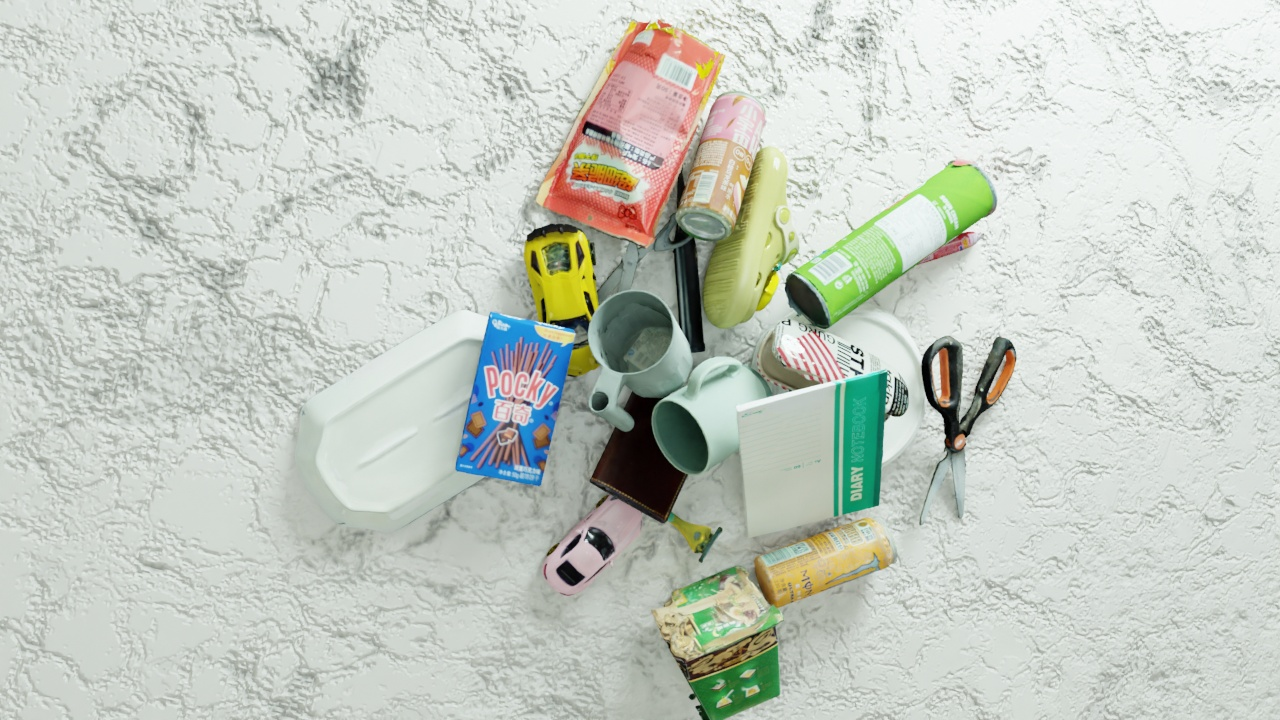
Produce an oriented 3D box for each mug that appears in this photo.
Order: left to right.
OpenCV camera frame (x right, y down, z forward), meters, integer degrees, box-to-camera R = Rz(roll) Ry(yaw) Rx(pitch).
[{"bbox_3d":[-0.005,0.005,0.892,0.084,0.103,0.124,22,81,20],"label":"mug"},{"bbox_3d":[0.076,0.044,0.918,0.106,0.082,0.112,-28,131,-33],"label":"mug"}]

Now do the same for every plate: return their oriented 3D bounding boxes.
[{"bbox_3d":[-0.212,0.062,0.908,0.265,0.034,0.162,-31,100,-7],"label":"plate"},{"bbox_3d":[0.217,0.033,0.984,0.204,0.045,0.205,-1,96,-10],"label":"plate"}]

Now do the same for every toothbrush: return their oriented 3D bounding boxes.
[{"bbox_3d":[0.045,-0.114,0.947,0.027,0.026,0.212,-4,95,22],"label":"toothbrush"}]

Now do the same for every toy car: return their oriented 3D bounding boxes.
[{"bbox_3d":[-0.073,-0.059,0.915,0.071,0.041,0.156,-9,98,1],"label":"toy car"},{"bbox_3d":[-0.049,0.191,0.952,0.122,0.037,0.056,-45,103,-5],"label":"toy car"}]

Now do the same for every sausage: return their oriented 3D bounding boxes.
[{"bbox_3d":[0.305,-0.115,1.000,0.155,0.020,0.020,-17,98,-9],"label":"sausage"}]

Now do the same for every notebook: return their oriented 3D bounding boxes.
[{"bbox_3d":[0.174,0.099,0.928,0.150,0.012,0.209,-14,134,-3],"label":"notebook"}]

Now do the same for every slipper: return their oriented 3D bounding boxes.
[{"bbox_3d":[0.125,-0.119,0.931,0.081,0.092,0.190,15,89,-15],"label":"slipper"}]

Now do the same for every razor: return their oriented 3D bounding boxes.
[{"bbox_3d":[0.026,0.158,0.966,0.132,0.028,0.043,39,76,-11],"label":"razor"}]

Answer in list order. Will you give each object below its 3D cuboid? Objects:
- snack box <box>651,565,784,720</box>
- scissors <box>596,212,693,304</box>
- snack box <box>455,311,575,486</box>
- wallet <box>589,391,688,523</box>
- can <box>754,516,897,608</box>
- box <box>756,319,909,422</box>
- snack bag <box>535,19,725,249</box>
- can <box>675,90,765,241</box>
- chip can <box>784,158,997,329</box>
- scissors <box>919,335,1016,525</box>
[{"bbox_3d":[0.088,0.301,0.958,0.117,0.118,0.106,-20,111,-8],"label":"snack box"},{"bbox_3d":[-0.007,-0.107,0.935,0.159,0.014,0.172,-16,91,8],"label":"scissors"},{"bbox_3d":[-0.122,0.038,0.889,0.084,0.026,0.157,12,96,-12],"label":"snack box"},{"bbox_3d":[0.013,0.093,0.949,0.096,0.020,0.122,31,72,-17],"label":"wallet"},{"bbox_3d":[0.199,0.217,0.990,0.146,0.058,0.058,-17,98,-9],"label":"can"},{"bbox_3d":[0.192,0.014,0.936,0.163,0.080,0.074,22,56,-14],"label":"box"},{"bbox_3d":[-0.006,-0.225,0.902,0.128,0.073,0.208,25,93,13],"label":"snack bag"},{"bbox_3d":[0.080,-0.192,0.905,0.058,0.058,0.147,23,68,-12],"label":"can"},{"bbox_3d":[0.258,-0.121,0.948,0.235,0.072,0.072,-34,101,-14],"label":"chip can"},{"bbox_3d":[0.356,0.066,1.007,0.223,0.022,0.221,-40,121,-19],"label":"scissors"}]
